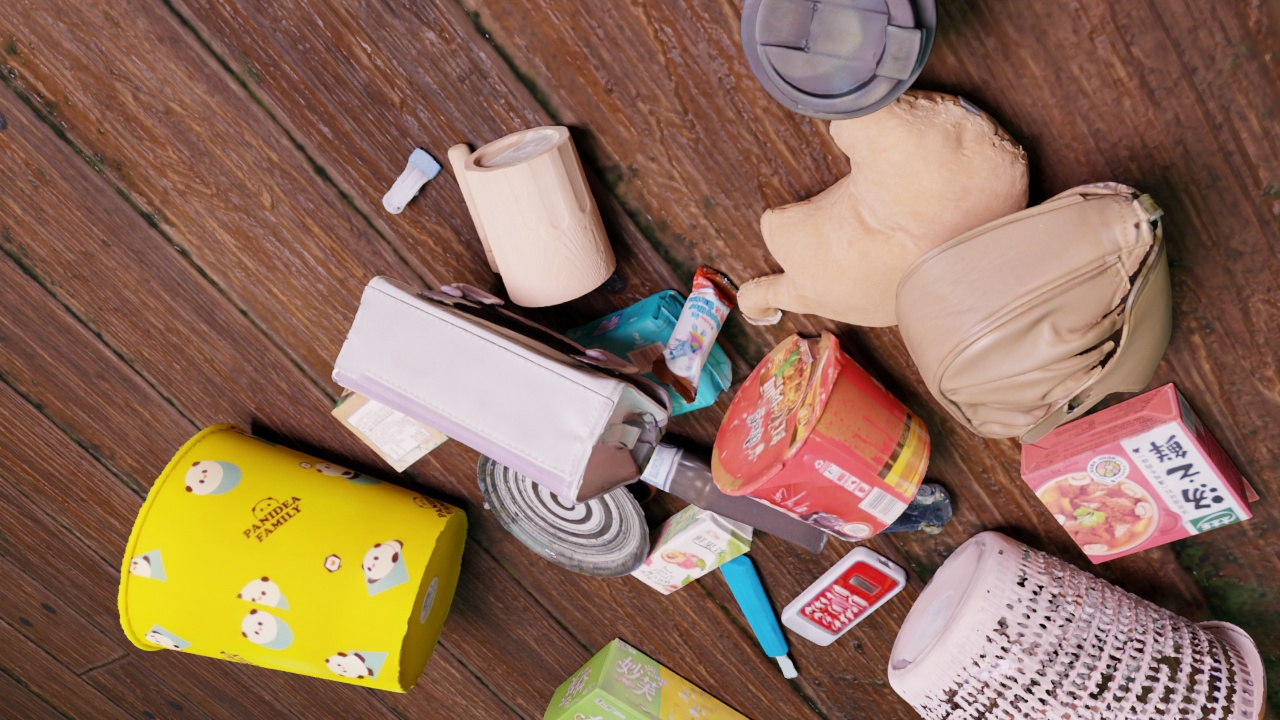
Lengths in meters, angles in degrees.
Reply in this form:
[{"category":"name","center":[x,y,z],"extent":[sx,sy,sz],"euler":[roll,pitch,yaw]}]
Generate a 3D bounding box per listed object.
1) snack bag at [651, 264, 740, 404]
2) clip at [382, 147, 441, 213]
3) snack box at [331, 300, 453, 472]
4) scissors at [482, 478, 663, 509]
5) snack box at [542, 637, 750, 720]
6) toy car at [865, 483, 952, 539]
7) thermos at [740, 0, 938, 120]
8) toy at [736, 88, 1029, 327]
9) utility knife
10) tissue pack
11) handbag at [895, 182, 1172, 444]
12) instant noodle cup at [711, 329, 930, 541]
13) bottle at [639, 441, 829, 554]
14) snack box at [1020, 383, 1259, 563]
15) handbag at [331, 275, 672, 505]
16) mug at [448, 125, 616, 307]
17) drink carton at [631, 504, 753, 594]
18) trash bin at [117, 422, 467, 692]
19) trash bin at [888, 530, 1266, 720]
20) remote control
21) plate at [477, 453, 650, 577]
[{"category":"snack bag","center":[0.040,-0.020,0.667],"extent":[0.026,0.105,0.045],"euler":[-10,136,48]},{"category":"clip","center":[-0.177,-0.139,0.710],"extent":[0.024,0.026,0.056],"euler":[39,118,-14]},{"category":"snack box","center":[-0.193,0.025,0.784],"extent":[0.118,0.105,0.118],"euler":[46,129,-15]},{"category":"scissors","center":[-0.072,0.106,0.860],"extent":[0.227,0.015,0.189],"euler":[-8,123,26]},{"category":"snack box","center":[0.012,0.422,1.039],"extent":[0.210,0.069,0.158],"euler":[33,131,-6]},{"category":"toy car","center":[0.208,0.119,0.751],"extent":[0.091,0.034,0.043],"euler":[-9,120,24]},{"category":"thermos","center":[0.108,-0.188,0.477],"extent":[0.093,0.142,0.093],"euler":[11,128,14]},{"category":"toy","center":[0.149,-0.073,0.600],"extent":[0.143,0.082,0.227],"euler":[31,135,-3]},{"category":"utility knife","center":[0.120,0.255,0.901],"extent":[0.034,0.018,0.187],"euler":[-2,127,36]},{"category":"tissue pack","center":[-0.004,0.004,0.732],"extent":[0.134,0.050,0.093],"euler":[-19,119,32]},{"category":"handbag","center":[0.240,-0.015,0.541],"extent":[0.148,0.099,0.204],"euler":[-32,151,20]},{"category":"instant noodle cup","center":[0.134,0.063,0.675],"extent":[0.108,0.137,0.138],"euler":[32,131,-16]},{"category":"bottle","center":[0.063,0.104,0.767],"extent":[0.195,0.079,0.044],"euler":[20,97,8]},{"category":"snack box","center":[0.362,0.093,0.664],"extent":[0.127,0.044,0.113],"euler":[45,128,-16]},{"category":"handbag","center":[-0.088,0.016,0.648],"extent":[0.197,0.145,0.098],"euler":[25,91,17]},{"category":"mug","center":[-0.085,-0.107,0.667],"extent":[0.125,0.084,0.104],"euler":[16,135,44]},{"category":"drink carton","center":[0.046,0.167,0.842],"extent":[0.053,0.045,0.123],"euler":[36,131,-15]},{"category":"trash bin","center":[-0.324,0.204,0.908],"extent":[0.255,0.229,0.230],"euler":[15,130,3]},{"category":"trash bin","center":[0.312,0.245,0.709],"extent":[0.192,0.226,0.228],"euler":[34,132,10]},{"category":"remote control","center":[0.185,0.220,0.847],"extent":[0.056,0.020,0.136],"euler":[31,131,-5]},{"category":"plate","center":[-0.070,0.131,0.844],"extent":[0.179,0.024,0.180],"euler":[16,134,18]}]
